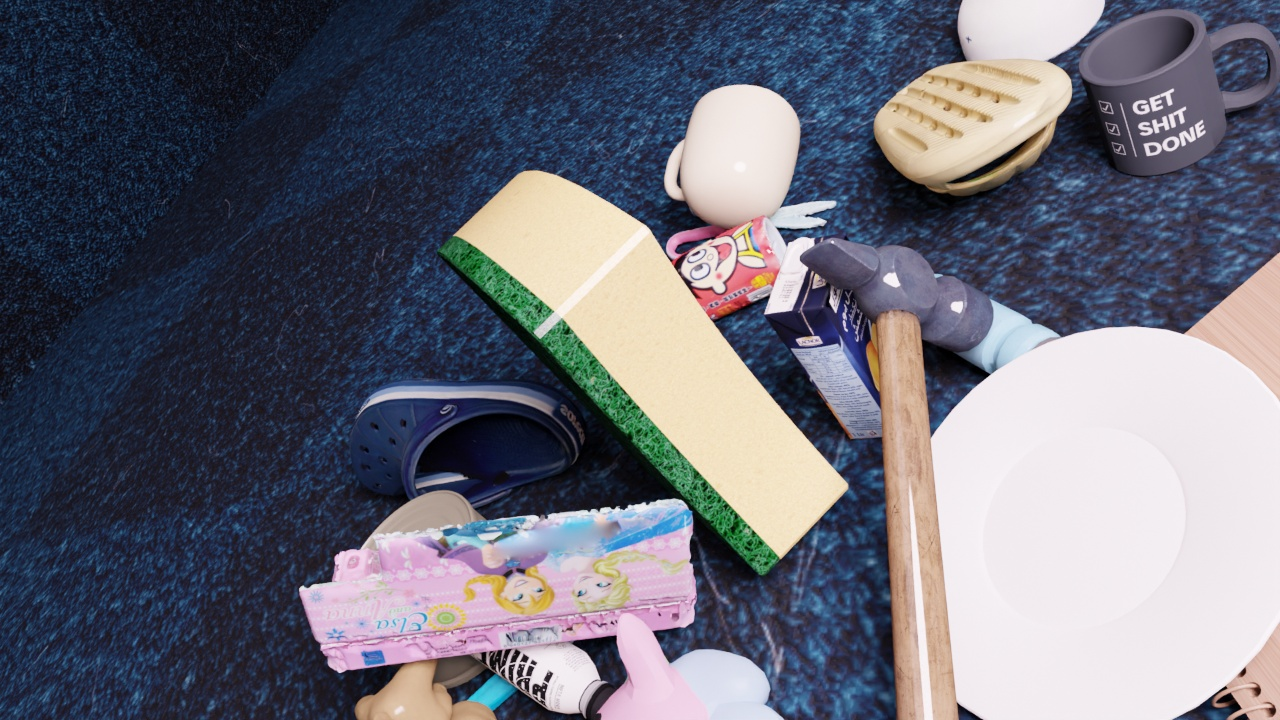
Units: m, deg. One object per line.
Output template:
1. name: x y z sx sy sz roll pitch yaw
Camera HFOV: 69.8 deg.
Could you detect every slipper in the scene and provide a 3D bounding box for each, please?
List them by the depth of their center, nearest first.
1. slipper: 0.240 -0.163 0.681 0.111 0.079 0.261 -35 16 13
2. slipper: -0.162 0.075 0.769 0.253 0.105 0.095 -11 37 32

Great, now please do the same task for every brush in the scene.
1. brush: -0.003 0.003 0.570 0.075 0.250 0.195 -45 31 -6

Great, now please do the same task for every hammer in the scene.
1. hammer: 0.137 0.085 0.461 0.040 0.129 0.321 -29 50 49

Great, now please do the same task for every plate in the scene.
1. plate: 0.212 0.079 0.451 0.209 0.015 0.208 -42 32 33

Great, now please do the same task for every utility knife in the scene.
1. utility knife: -0.095 0.220 0.627 0.124 0.015 0.022 -41 53 2

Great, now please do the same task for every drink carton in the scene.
1. drink carton: 0.128 -0.012 0.568 0.040 0.130 0.064 -7 47 38

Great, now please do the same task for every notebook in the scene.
1. notebook: 0.285 0.061 0.384 0.169 0.022 0.210 -51 29 26

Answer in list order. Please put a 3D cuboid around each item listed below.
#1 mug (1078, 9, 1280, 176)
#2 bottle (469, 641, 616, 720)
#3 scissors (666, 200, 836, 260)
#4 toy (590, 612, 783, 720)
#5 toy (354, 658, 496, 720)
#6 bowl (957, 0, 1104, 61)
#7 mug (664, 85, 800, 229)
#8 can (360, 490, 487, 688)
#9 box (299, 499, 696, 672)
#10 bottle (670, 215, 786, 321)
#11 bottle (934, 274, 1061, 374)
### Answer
1. mug: 0.346 -0.176 0.587 0.105 0.077 0.071 -13 43 34
2. bottle: -0.062 0.195 0.587 0.116 0.041 0.041 21 66 33
3. scissors: 0.106 -0.139 0.831 0.179 0.016 0.105 -9 46 38
4. toy: 0.031 0.231 0.422 0.222 0.120 0.171 20 76 53
5. toy: -0.120 0.237 0.561 0.134 0.108 0.106 -43 7 -4
6. bowl: 0.318 -0.301 0.764 0.114 0.063 0.113 -25 39 21
7. mug: 0.073 -0.166 0.797 0.120 0.096 0.099 -2 61 32
8. can: -0.152 0.170 0.684 0.128 0.073 0.127 -25 38 21
9. box: -0.083 0.116 0.564 0.230 0.106 0.086 -6 30 -4
10. bottle: 0.054 -0.063 0.755 0.138 0.062 0.061 -25 38 21
11. bottle: 0.216 -0.015 0.567 0.040 0.040 0.130 -42 35 -1
